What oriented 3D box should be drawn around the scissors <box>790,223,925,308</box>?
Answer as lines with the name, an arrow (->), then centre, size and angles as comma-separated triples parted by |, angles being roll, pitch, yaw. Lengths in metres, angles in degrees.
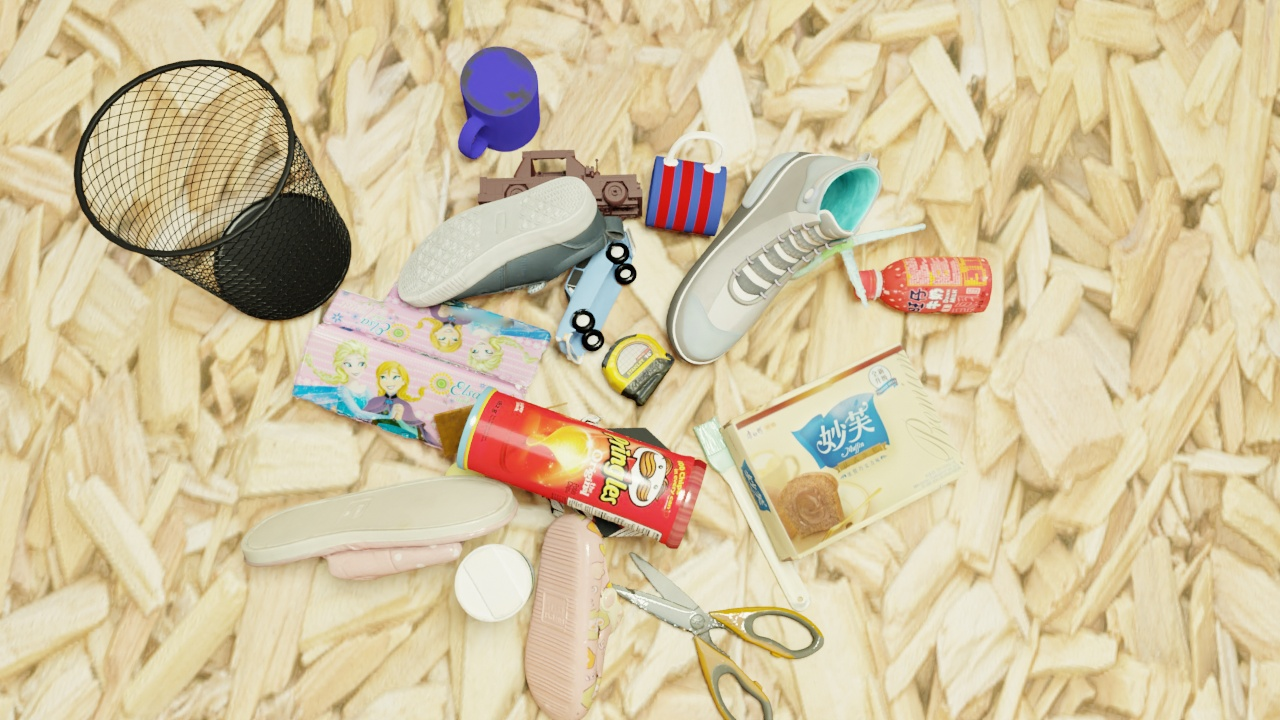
scissors -> 0.221, -0.126, 0.994 | 0.173, 0.021, 0.171 | -11, 59, 6

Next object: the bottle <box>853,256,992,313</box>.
bottle -> 0.301, -0.081, 0.987 | 0.137, 0.062, 0.062 | 0, 78, 2

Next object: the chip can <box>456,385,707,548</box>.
chip can -> -0.052, 0.096, 0.840 | 0.213, 0.087, 0.087 | 19, 77, 3

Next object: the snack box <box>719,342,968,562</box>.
snack box -> 0.206, 0.092, 0.939 | 0.207, 0.055, 0.153 | -24, 82, -13

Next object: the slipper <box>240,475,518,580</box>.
slipper -> -0.243, 0.163, 0.862 | 0.275, 0.114, 0.054 | -9, 111, 12

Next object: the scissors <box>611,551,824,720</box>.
scissors -> 0.067, 0.282, 0.914 | 0.225, 0.016, 0.175 | 18, 77, 0

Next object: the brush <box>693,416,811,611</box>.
brush -> 0.117, 0.159, 0.948 | 0.033, 0.012, 0.217 | -27, 83, -10

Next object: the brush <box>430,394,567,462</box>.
brush -> -0.138, 0.059, 0.897 | 0.126, 0.017, 0.048 | -14, 97, 3

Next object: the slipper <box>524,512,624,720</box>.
slipper -> -0.052, 0.244, 0.877 | 0.081, 0.093, 0.197 | 4, 93, -40

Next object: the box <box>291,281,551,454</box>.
box -> -0.219, 0.002, 0.931 | 0.230, 0.062, 0.160 | 18, 77, 0

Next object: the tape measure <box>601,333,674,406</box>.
tape measure -> -0.006, 0.006, 0.956 | 0.064, 0.037, 0.065 | 36, 76, 3

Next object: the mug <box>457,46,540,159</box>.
mug -> -0.157, -0.265, 0.979 | 0.079, 0.084, 0.111 | 33, 77, 3

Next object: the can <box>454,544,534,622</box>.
can -> -0.134, 0.207, 0.861 | 0.067, 0.121, 0.067 | 1, 78, -5

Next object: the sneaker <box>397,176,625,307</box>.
sneaker -> -0.134, -0.107, 0.937 | 0.236, 0.087, 0.089 | -20, 53, 15

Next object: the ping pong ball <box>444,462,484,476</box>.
ping pong ball -> -0.176, 0.120, 0.918 | 0.040, 0.040, 0.040 | 1, 78, -4

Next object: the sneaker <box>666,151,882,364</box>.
sneaker -> 0.133, -0.097, 0.908 | 0.093, 0.160, 0.256 | 36, 88, -20

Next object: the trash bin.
trash bin -> -0.376, -0.140, 0.862 | 0.184, 0.210, 0.184 | -1, 73, 2

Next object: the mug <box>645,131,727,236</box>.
mug -> 0.050, -0.189, 0.968 | 0.076, 0.112, 0.074 | 8, 39, -3

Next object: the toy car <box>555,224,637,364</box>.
toy car -> -0.050, -0.071, 0.958 | 0.055, 0.056, 0.153 | 19, 71, 19

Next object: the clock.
clock -> -0.035, 0.115, 0.917 | 0.154, 0.065, 0.114 | 21, 77, -1

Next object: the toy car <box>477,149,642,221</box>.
toy car -> -0.083, -0.183, 0.975 | 0.170, 0.070, 0.061 | -2, 78, 0
